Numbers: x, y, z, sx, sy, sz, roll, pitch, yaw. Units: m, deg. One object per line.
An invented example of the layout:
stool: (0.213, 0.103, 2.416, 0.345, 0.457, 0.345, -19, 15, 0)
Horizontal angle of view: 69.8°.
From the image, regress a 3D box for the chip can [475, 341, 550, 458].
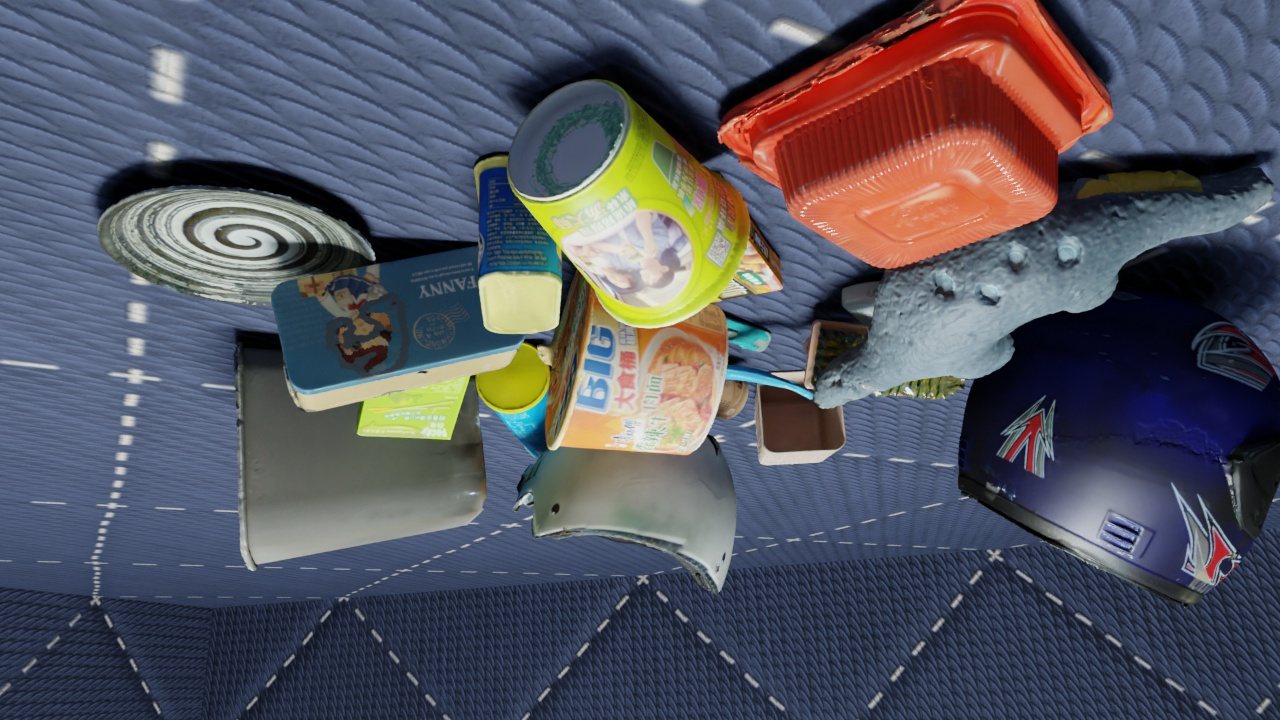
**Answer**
chip can: (-0.112, 0.048, 0.959, 0.071, 0.071, 0.210, -4, 161, 4)

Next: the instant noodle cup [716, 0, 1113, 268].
instant noodle cup: (0.154, -0.116, 0.522, 0.189, 0.079, 0.164, -18, 154, 42)

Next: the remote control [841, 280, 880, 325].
remote control: (0.232, -0.039, 0.826, 0.058, 0.021, 0.150, -5, 161, 32)

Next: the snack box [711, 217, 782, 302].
snack box: (0.048, -0.084, 0.674, 0.075, 0.026, 0.153, -10, 159, 22)

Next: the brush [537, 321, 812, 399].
brush: (0.033, 0.006, 0.824, 0.254, 0.046, 0.083, 9, -172, -8)

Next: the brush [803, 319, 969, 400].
brush: (0.222, 0.000, 0.825, 0.145, 0.063, 0.073, 5, -165, -1)

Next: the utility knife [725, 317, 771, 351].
utility knife: (0.066, -0.030, 0.829, 0.181, 0.013, 0.029, 14, 132, -46)

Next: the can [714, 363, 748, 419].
can: (0.052, 0.022, 0.924, 0.116, 0.058, 0.059, 15, 154, -41)

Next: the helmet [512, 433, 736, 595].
helmet: (-0.003, 0.123, 0.938, 0.230, 0.156, 0.274, 19, 174, -4)

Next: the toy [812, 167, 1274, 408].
toy: (0.254, -0.053, 0.668, 0.357, 0.091, 0.137, -32, 141, 32)

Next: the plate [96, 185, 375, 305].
plate: (-0.279, -0.083, 0.643, 0.179, 0.024, 0.180, -4, 160, -2)

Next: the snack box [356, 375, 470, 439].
snack box: (-0.188, 0.004, 0.786, 0.085, 0.026, 0.157, 5, 129, -24)

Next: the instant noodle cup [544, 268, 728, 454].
instant noodle cup: (-0.004, 0.004, 0.709, 0.111, 0.151, 0.152, 12, 158, -12)

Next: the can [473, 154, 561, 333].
can: (-0.079, -0.073, 0.604, 0.057, 0.083, 0.102, -1, 160, -6)

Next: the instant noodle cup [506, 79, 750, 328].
instant noodle cup: (-0.011, -0.095, 0.533, 0.112, 0.111, 0.123, -13, 150, 26)

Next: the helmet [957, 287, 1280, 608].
helmet: (0.439, 0.067, 0.818, 0.315, 0.240, 0.247, 25, -174, -39)

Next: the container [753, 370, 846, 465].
container: (0.173, 0.069, 1.032, 0.090, 0.089, 0.111, -3, 164, 1)

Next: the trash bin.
trash bin: (-0.277, 0.089, 0.900, 0.219, 0.198, 0.199, -3, 164, -21)

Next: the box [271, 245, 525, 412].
box: (-0.171, -0.025, 0.676, 0.184, 0.089, 0.061, -16, 167, -17)
